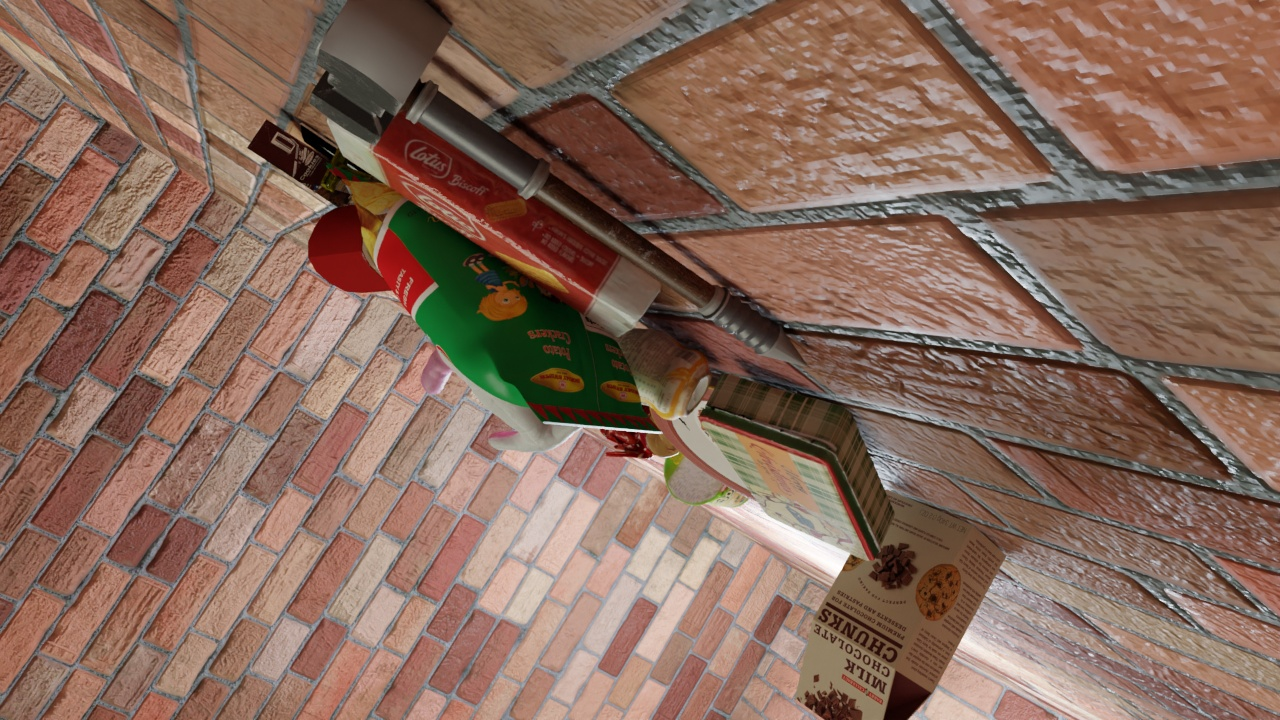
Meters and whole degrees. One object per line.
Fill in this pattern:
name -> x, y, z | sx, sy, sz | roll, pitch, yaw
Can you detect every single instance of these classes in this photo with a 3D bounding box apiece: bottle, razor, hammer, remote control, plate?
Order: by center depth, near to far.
hammer -> -0.027, -0.078, 0.506 | 0.322, 0.043, 0.156 | 32, 172, -20
bottle -> 0.003, 0.002, 0.765 | 0.108, 0.063, 0.063 | 30, 172, 18
razor -> -0.223, -0.152, 0.806 | 0.106, 0.042, 0.026 | 22, 169, 1
remote control -> -0.260, -0.177, 0.849 | 0.124, 0.011, 0.028 | 34, 171, -12
plate -> 0.113, 0.084, 0.867 | 0.230, 0.021, 0.230 | 27, 157, 12
bottle -> -0.002, 0.064, 1.007 | 0.111, 0.099, 0.099 | 22, 168, 48

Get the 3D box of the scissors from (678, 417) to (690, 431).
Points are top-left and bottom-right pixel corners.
scissors -> 0.002, 0.010, 0.839 | 0.169, 0.012, 0.132 | 45, -176, 10

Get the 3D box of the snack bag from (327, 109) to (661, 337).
snack bag -> -0.092, -0.092, 0.582 | 0.225, 0.041, 0.077 | 32, 171, -5

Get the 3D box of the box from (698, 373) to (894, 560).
box -> 0.131, 0.090, 0.745 | 0.118, 0.050, 0.205 | 16, 156, 32

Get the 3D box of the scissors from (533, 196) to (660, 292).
scissors -> -0.057, -0.088, 0.640 | 0.171, 0.021, 0.172 | 33, 168, 15

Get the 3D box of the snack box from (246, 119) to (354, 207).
snack box -> -0.322, -0.186, 0.893 | 0.051, 0.031, 0.141 | 33, 178, 3

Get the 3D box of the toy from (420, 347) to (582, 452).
toy -> -0.169, -0.008, 1.127 | 0.187, 0.127, 0.265 | -19, 113, 30

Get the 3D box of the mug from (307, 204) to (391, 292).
mug -> -0.257, -0.104, 0.921 | 0.097, 0.080, 0.116 | 1, 152, 41

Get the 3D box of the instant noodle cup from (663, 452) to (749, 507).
instant noodle cup -> 0.098, 0.149, 1.200 | 0.099, 0.099, 0.108 | 26, 178, 35

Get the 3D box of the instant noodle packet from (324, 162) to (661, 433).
instant noodle packet -> -0.101, -0.040, 0.680 | 0.252, 0.090, 0.195 | 47, -168, 20

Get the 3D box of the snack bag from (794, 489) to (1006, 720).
snack bag -> 0.222, 0.232, 0.814 | 0.070, 0.206, 0.094 | 38, 170, -36
